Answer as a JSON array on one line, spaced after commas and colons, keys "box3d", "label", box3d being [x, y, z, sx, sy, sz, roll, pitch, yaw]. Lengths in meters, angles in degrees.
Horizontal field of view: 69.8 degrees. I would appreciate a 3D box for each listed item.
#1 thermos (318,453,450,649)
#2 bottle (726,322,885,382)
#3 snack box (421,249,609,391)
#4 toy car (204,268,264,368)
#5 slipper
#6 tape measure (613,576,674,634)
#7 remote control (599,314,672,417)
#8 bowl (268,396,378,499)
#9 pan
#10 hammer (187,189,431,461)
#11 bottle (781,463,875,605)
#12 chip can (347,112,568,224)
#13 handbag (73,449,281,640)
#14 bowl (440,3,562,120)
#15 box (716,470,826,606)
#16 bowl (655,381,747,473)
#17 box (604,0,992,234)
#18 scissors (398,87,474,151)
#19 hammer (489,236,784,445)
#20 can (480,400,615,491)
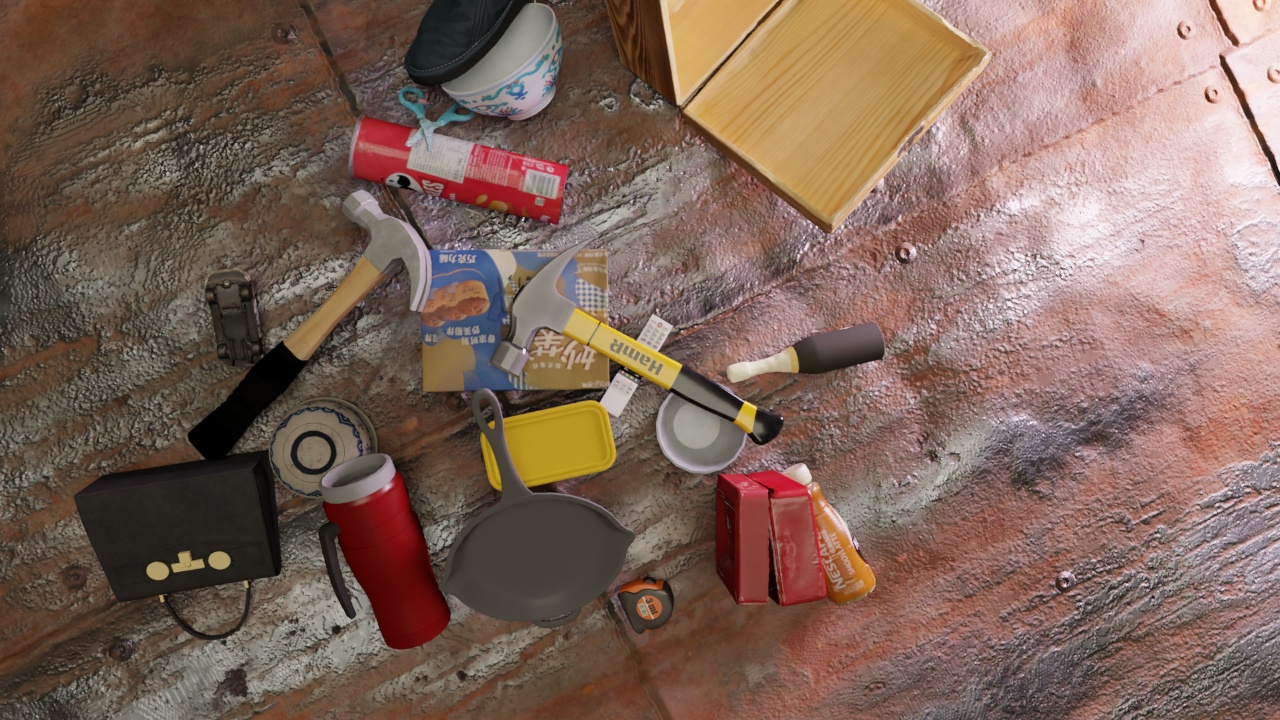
[{"box3d": [-0.277, 0.208, 0.967, 0.107, 0.084, 0.199, -32, 116, -38], "label": "thermos"}, {"box3d": [0.190, -0.004, 1.070, 0.184, 0.045, 0.045, -13, 92, -6], "label": "bottle"}, {"box3d": [-0.138, -0.043, 1.020, 0.202, 0.069, 0.155, -1, 91, -7], "label": "snack box"}, {"box3d": [-0.439, -0.046, 0.996, 0.048, 0.040, 0.113, -6, 112, -13], "label": "toy car"}, {"box3d": [-0.173, -0.415, 0.986, 0.109, 0.083, 0.265, 34, 80, 35], "label": "slipper"}, {"box3d": [0.009, 0.277, 1.057, 0.059, 0.038, 0.058, -26, 93, 8], "label": "tape measure"}, {"box3d": [-0.006, 0.006, 1.064, 0.028, 0.012, 0.124, 31, 87, -6], "label": "remote control"}, {"box3d": [-0.350, 0.098, 1.001, 0.115, 0.059, 0.115, 0, 90, -7], "label": "bowl"}, {"box3d": [-0.123, 0.162, 0.960, 0.216, 0.024, 0.355, -14, 128, -4], "label": "pan"}, {"box3d": [-0.354, -0.021, 0.971, 0.131, 0.039, 0.328, 45, 95, 5], "label": "hammer"}, {"box3d": [0.213, 0.199, 1.067, 0.059, 0.059, 0.167, -28, 93, -6], "label": "bottle"}, {"box3d": [-0.196, -0.209, 1.012, 0.233, 0.073, 0.073, 12, 89, -7], "label": "chip can"}, {"box3d": [-0.482, 0.213, 0.995, 0.175, 0.072, 0.196, -8, 102, -7], "label": "handbag"}, {"box3d": [-0.139, -0.313, 1.005, 0.144, 0.144, 0.074, -41, 134, -5], "label": "bowl"}, {"box3d": [0.137, 0.192, 1.011, 0.097, 0.157, 0.130, -4, 92, -4], "label": "box"}, {"box3d": [0.068, 0.075, 1.059, 0.106, 0.039, 0.106, 0, 90, -7], "label": "bowl"}, {"box3d": [0.174, -0.359, 0.963, 0.336, 0.286, 0.279, 40, 85, 11], "label": "box"}, {"box3d": [-0.217, -0.257, 0.999, 0.095, 0.015, 0.142, 4, 46, -22], "label": "scissors"}, {"box3d": [0.013, 0.000, 0.992, 0.324, 0.034, 0.169, 29, 86, -8], "label": "hammer"}, {"box3d": [-0.102, 0.089, 1.007, 0.135, 0.104, 0.075, -12, 91, -7], "label": "can"}]
